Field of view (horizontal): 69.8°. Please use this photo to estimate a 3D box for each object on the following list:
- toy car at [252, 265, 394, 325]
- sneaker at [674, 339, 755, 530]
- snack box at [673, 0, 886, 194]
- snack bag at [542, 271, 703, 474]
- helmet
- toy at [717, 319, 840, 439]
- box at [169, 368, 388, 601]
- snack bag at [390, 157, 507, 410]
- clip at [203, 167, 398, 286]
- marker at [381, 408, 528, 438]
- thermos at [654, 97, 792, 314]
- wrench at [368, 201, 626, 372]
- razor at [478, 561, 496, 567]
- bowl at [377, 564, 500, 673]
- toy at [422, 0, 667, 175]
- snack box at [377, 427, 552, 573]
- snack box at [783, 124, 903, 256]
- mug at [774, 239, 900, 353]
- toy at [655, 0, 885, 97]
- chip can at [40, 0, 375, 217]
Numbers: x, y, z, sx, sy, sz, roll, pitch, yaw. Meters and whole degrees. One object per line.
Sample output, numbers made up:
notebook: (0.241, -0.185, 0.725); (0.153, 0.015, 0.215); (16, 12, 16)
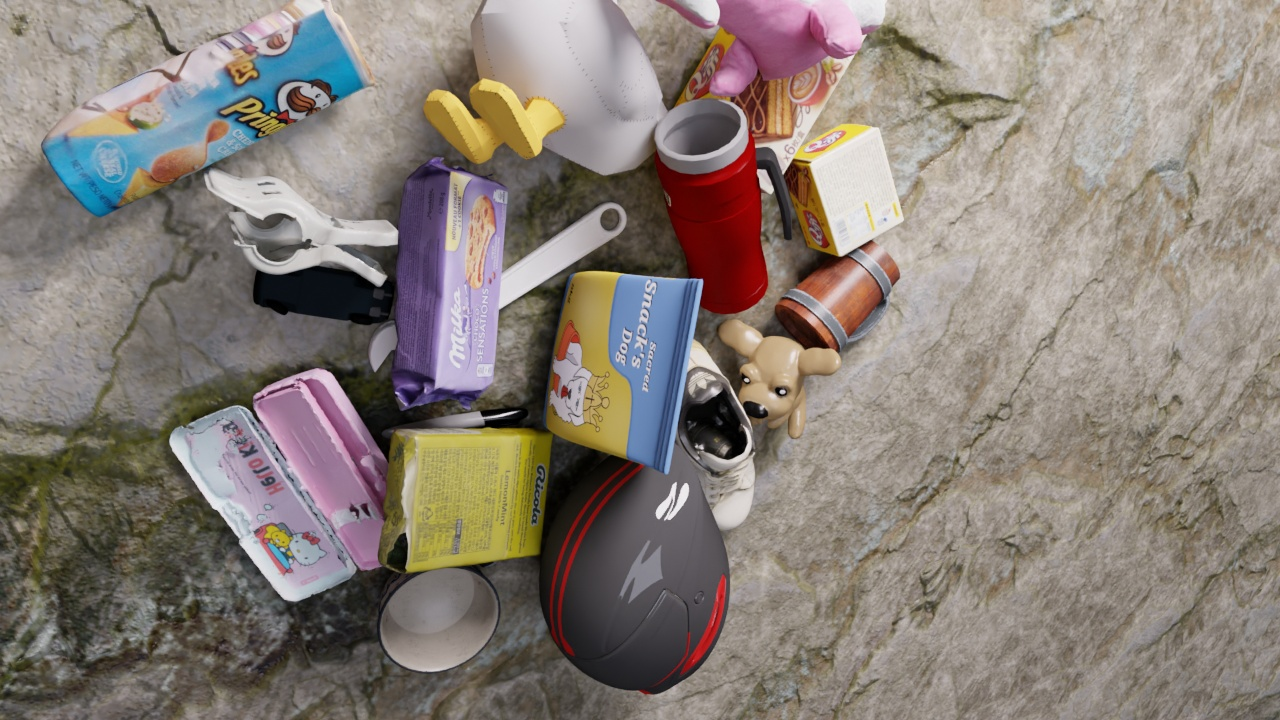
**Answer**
toy car: (-0.266, -0.058, 0.775); (0.112, 0.034, 0.046); (9, 104, -26)
sneaker: (0.082, 0.092, 0.930); (0.088, 0.102, 0.242); (-30, 125, -13)
snack box: (0.127, -0.282, 0.851); (0.110, 0.062, 0.230); (28, 95, -27)
snack bag: (-0.005, 0.005, 0.795); (0.102, 0.205, 0.159); (10, 91, -22)
helmet: (-0.012, 0.202, 0.888); (0.169, 0.164, 0.265); (13, 96, -45)
toy: (0.143, 0.024, 0.951); (0.105, 0.134, 0.108); (-58, 149, -21)
box: (-0.296, 0.113, 0.816); (0.155, 0.044, 0.201); (-20, 115, 8)
snack bag: (-0.163, -0.060, 0.770); (0.058, 0.096, 0.205); (7, 93, 20)
clip: (-0.268, -0.094, 0.712); (0.151, 0.126, 0.092); (28, 96, -32)
marker: (-0.173, 0.061, 0.868); (0.138, 0.016, 0.022); (-8, 134, -20)
thermos: (0.080, -0.133, 0.821); (0.108, 0.083, 0.199); (-5, 144, 11)
wrench: (-0.126, -0.065, 0.843); (0.273, 0.018, 0.066); (-35, 117, -10)
razor: (-0.179, 0.141, 0.871); (0.060, 0.057, 0.156); (-32, 120, -27)
bowl: (-0.199, 0.236, 0.889); (0.115, 0.059, 0.116); (-7, 110, -21)
toy: (-0.050, -0.266, 0.745); (0.267, 0.141, 0.247); (-54, 126, -21)
snack box: (-0.155, 0.121, 0.820); (0.180, 0.045, 0.121); (6, 89, -56)
snack box: (0.201, -0.172, 0.920); (0.083, 0.061, 0.106); (-30, 116, -11)
mug: (0.213, -0.057, 0.962); (0.111, 0.081, 0.117); (-45, 136, -8)
toy: (0.088, -0.276, 0.736); (0.265, 0.186, 0.128); (-3, 142, -38)
chip can: (-0.319, -0.193, 0.685); (0.229, 0.080, 0.080); (-31, 117, -11)
